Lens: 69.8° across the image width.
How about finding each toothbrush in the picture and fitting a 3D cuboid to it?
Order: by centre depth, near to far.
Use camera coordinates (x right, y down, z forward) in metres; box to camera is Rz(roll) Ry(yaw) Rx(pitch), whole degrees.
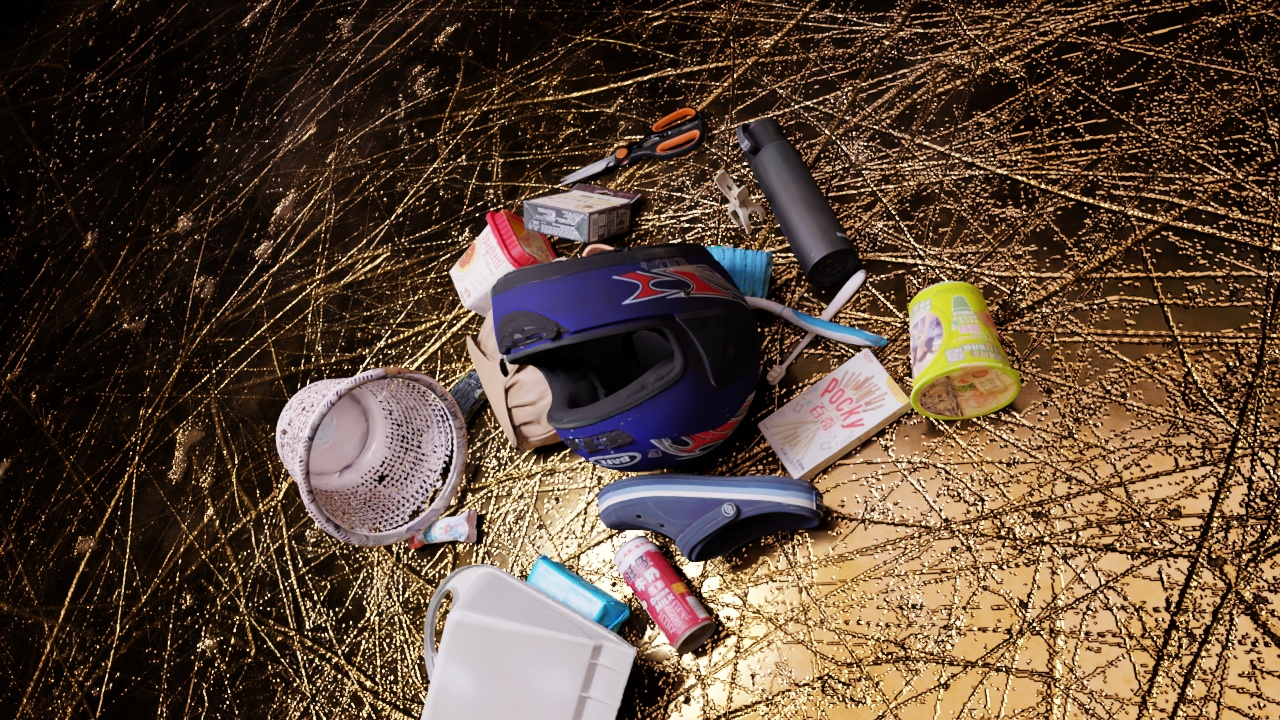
[{"bbox_3d":[0.213,-0.042,1.109,0.016,0.016,0.180,39,87,31],"label":"toothbrush"}]

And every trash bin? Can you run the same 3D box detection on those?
[{"bbox_3d":[-0.373,0.110,1.208,0.192,0.227,0.227,10,71,48],"label":"trash bin"}]

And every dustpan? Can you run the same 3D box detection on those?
[{"bbox_3d":[-0.146,0.354,1.049,0.258,0.142,0.223,17,101,5],"label":"dustpan"}]

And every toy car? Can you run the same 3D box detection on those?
[{"bbox_3d":[-0.249,0.065,1.269,0.049,0.031,0.105,35,85,35],"label":"toy car"}]

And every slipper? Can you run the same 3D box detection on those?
[{"bbox_3d":[0.077,0.180,1.020,0.253,0.105,0.095,-4,62,17],"label":"slipper"}]

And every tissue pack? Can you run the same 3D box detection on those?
[{"bbox_3d":[-0.085,0.294,1.065,0.140,0.063,0.090,23,83,33],"label":"tissue pack"}]

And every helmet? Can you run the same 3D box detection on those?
[{"bbox_3d":[-0.006,0.006,1.021,0.248,0.314,0.240,-17,85,43],"label":"helmet"}]

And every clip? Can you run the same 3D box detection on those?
[{"bbox_3d":[0.130,-0.202,1.174,0.035,0.100,0.074,-43,55,-1],"label":"clip"}]

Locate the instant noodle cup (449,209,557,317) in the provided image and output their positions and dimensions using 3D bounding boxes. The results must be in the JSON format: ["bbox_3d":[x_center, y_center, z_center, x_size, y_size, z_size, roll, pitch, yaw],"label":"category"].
[{"bbox_3d":[-0.193,-0.128,1.292,0.124,0.116,0.116,-40,56,17],"label":"instant noodle cup"}]

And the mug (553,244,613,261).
[{"bbox_3d":[-0.068,-0.101,1.226,0.106,0.081,0.114,23,92,33],"label":"mug"}]

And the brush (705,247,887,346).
[{"bbox_3d":[0.154,-0.081,1.123,0.315,0.060,0.109,6,86,34],"label":"brush"}]

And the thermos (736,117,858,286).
[{"bbox_3d":[0.186,-0.207,1.158,0.069,0.089,0.242,-48,50,36],"label":"thermos"}]

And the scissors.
[{"bbox_3d":[-0.013,-0.310,1.338,0.235,0.022,0.139,-2,56,26],"label":"scissors"}]

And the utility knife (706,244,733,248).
[{"bbox_3d":[0.020,-0.130,1.244,0.220,0.013,0.029,-6,67,20],"label":"utility knife"}]

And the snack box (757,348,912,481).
[{"bbox_3d":[0.221,0.064,1.051,0.157,0.027,0.084,-36,57,7],"label":"snack box"}]

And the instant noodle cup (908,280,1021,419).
[{"bbox_3d":[0.340,-0.016,0.989,0.112,0.112,0.123,-13,55,20],"label":"instant noodle cup"}]

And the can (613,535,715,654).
[{"bbox_3d":[0.025,0.262,1.034,0.053,0.053,0.132,-42,56,2],"label":"can"}]

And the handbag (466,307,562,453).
[{"bbox_3d":[-0.147,0.014,1.183,0.148,0.099,0.204,-43,63,29],"label":"handbag"}]

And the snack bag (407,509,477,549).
[{"bbox_3d":[-0.259,0.223,1.204,0.105,0.026,0.045,-10,59,19],"label":"snack bag"}]

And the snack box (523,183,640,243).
[{"bbox_3d":[-0.080,-0.207,1.281,0.113,0.125,0.053,17,114,31],"label":"snack box"}]
